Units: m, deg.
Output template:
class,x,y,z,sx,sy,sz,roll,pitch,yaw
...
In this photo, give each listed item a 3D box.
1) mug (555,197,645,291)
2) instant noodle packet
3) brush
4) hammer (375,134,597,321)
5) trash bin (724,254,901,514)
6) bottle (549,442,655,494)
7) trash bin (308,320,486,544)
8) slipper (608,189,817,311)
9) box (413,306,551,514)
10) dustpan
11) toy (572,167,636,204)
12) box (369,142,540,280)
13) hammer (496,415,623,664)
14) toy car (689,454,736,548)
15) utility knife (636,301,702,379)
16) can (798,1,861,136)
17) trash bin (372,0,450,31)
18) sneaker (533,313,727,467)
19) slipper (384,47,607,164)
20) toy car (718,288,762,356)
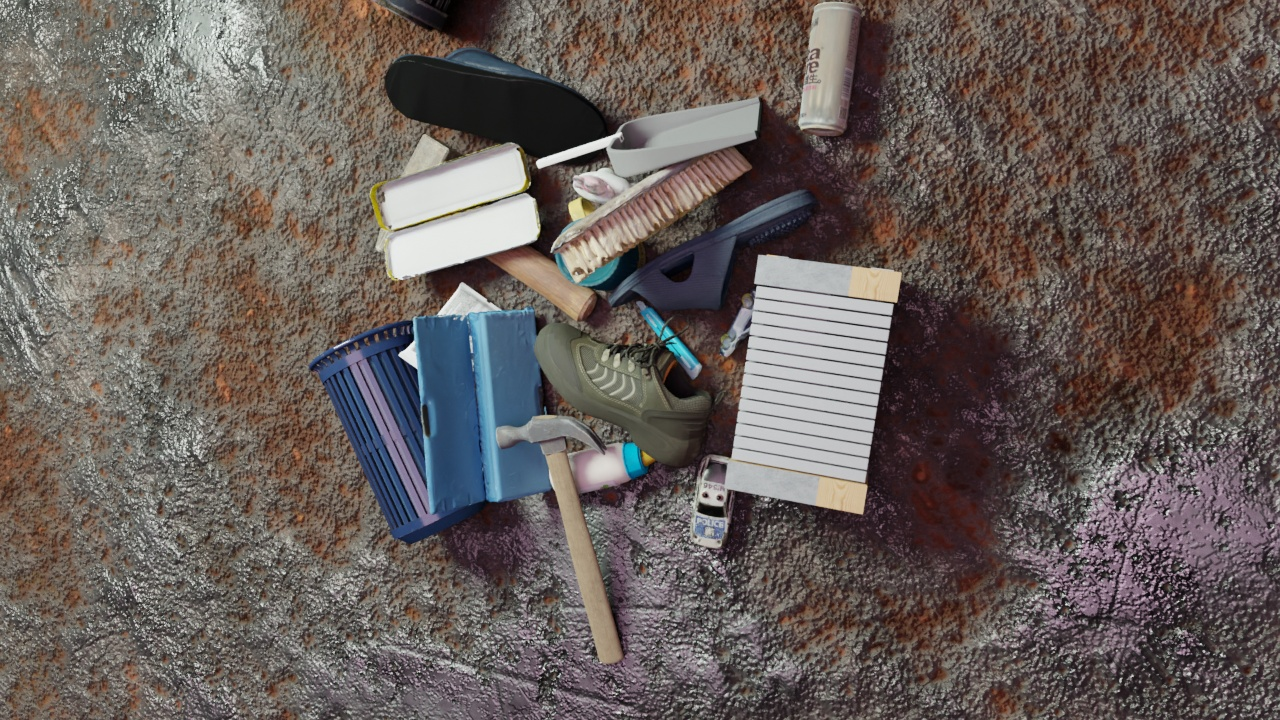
class,x,y,z,sx,sy,sz,roll,pitch,yaw
mug,-0.053,-0.137,1.075,0.083,0.107,0.113,-24,86,16
instant noodle packet,-0.220,-0.027,1.120,0.087,0.134,0.026,36,146,-4
brush,0.016,-0.170,0.993,0.056,0.270,0.083,58,148,-8
hammer,-0.184,-0.138,1.145,0.301,0.037,0.158,33,100,11
trash bin,0.190,0.020,0.999,0.142,0.142,0.247,9,95,14
bottle,-0.037,0.128,1.113,0.146,0.051,0.051,-14,89,15
trash bin,-0.291,0.092,1.135,0.139,0.139,0.249,-26,88,14
slipper,0.089,-0.104,1.044,0.264,0.101,0.082,-26,85,11
box,-0.187,0.057,1.091,0.034,0.174,0.231,-3,94,45
dustpan,0.007,-0.246,1.026,0.258,0.162,0.033,-14,115,16
toy,-0.040,-0.199,1.060,0.076,0.125,0.037,22,109,15
box,-0.227,-0.180,1.119,0.210,0.034,0.129,-13,86,14
hammer,-0.074,0.220,1.101,0.119,0.030,0.331,-11,103,9
toy car,0.087,0.168,1.088,0.048,0.040,0.113,9,96,15
utility knife,0.033,-0.027,1.105,0.116,0.015,0.022,49,130,9
can,0.211,-0.323,1.022,0.054,0.054,0.135,8,95,14
trash bin,-0.253,-0.525,1.083,0.164,0.164,0.228,33,104,11
sneaker,-0.006,0.006,1.061,0.238,0.100,0.143,35,115,6
slipper,-0.164,-0.320,1.100,0.265,0.083,0.109,14,140,-2
toy car,0.119,-0.042,1.069,0.027,0.038,0.090,28,100,8
